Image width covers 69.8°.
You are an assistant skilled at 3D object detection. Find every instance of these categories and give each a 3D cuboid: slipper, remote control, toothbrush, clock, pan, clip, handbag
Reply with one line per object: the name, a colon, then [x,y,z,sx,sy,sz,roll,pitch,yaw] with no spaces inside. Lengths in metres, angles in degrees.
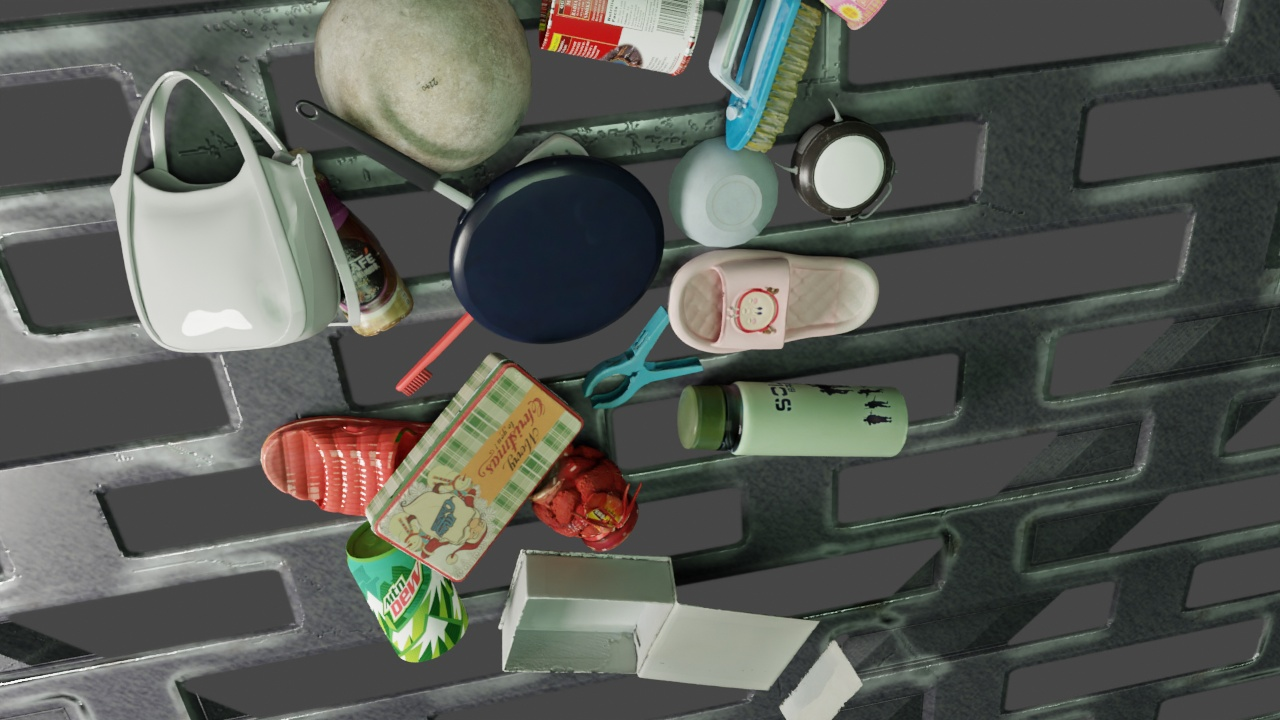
slipper: [-0.243,0.109,0.903,0.248,0.059,0.104,2,115,-14]
remote control: [-0.092,-0.150,0.823,0.060,0.028,0.114,39,103,-25]
toothbrush: [-0.156,-0.041,0.872,0.213,0.012,0.018,-44,116,11]
clock: [0.192,-0.177,0.858,0.122,0.043,0.091,34,105,-24]
pan: [-0.127,-0.121,0.781,0.356,0.021,0.199,28,115,-37]
clip: [0.001,0.014,0.925,0.119,0.027,0.102,-30,115,4]
slipper: [0.133,-0.055,0.899,0.221,0.055,0.107,-4,117,-14]
handbag: [-0.329,-0.122,0.744,0.216,0.095,0.223,-2,107,17]

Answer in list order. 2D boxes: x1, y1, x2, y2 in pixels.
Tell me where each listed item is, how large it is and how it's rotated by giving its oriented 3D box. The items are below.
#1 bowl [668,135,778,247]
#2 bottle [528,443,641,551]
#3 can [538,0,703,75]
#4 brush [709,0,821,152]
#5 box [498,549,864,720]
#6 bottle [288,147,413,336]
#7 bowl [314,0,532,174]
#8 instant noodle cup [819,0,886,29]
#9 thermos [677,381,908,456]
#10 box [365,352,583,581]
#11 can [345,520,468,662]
bowl: [0.081,-0.151,0.851,0.106,0.039,0.106,-5,116,-9]
bottle: [-0.055,0.139,0.935,0.099,0.099,0.111,-37,122,7]
can: [-0.017,-0.284,0.739,0.116,0.086,0.087,6,114,-14]
brush: [0.097,-0.250,0.793,0.075,0.055,0.136,7,113,-25]
box: [0.035,0.302,1.004,0.368,0.098,0.166,11,134,-9]
bottle: [-0.261,-0.103,0.795,0.059,0.059,0.166,-25,115,1]
bowl: [-0.173,-0.229,0.740,0.178,0.081,0.179,-4,117,-8]
instant noodle cup: [0.155,-0.342,0.748,0.108,0.097,0.098,25,109,-14]
thermos: [0.153,0.062,0.953,0.231,0.082,0.082,1,115,-13]
box: [-0.158,0.103,0.883,0.205,0.051,0.117,-51,124,-7]
can: [-0.241,0.233,0.949,0.083,0.083,0.144,-19,118,-2]
